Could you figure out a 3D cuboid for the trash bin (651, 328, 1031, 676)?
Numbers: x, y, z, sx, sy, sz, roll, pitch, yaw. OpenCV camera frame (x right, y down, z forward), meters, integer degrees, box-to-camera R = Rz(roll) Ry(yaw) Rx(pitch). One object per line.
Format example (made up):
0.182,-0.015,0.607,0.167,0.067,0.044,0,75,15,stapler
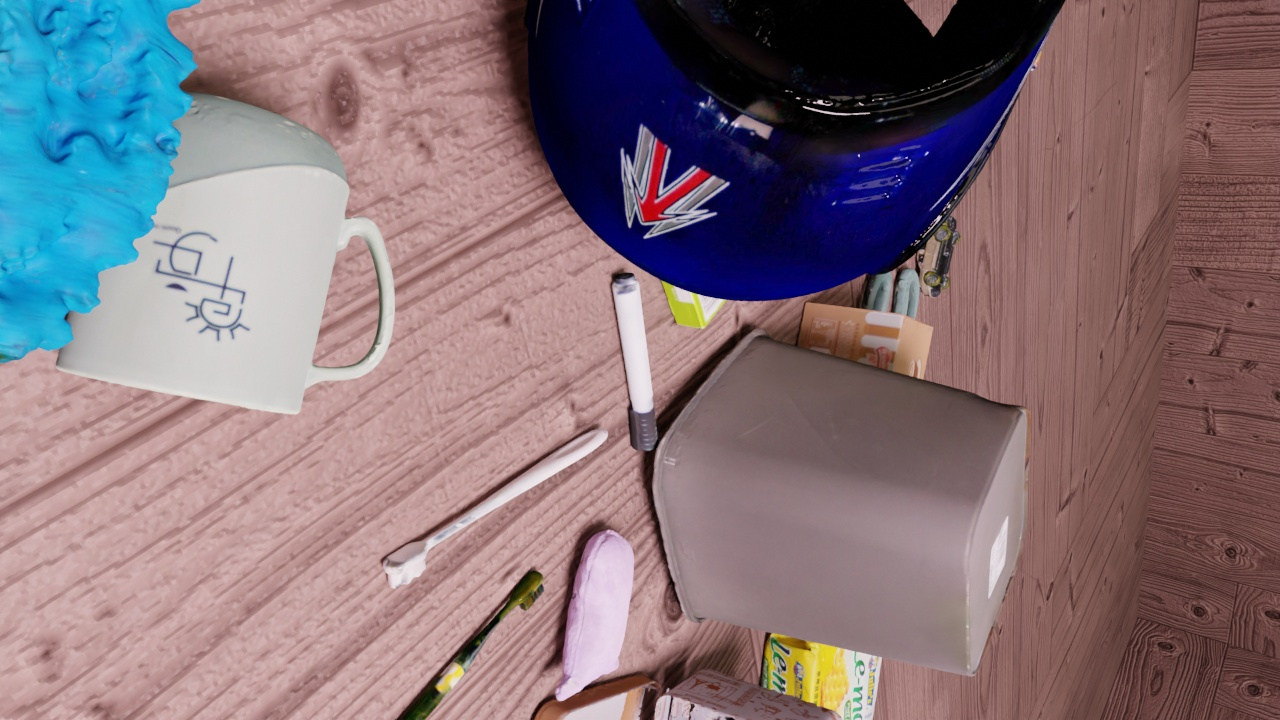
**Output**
0.157,0.108,0.685,0.198,0.220,0.199,-47,136,-41,trash bin

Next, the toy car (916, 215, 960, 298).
0.323,-0.114,1.005,0.042,0.035,0.090,4,96,-51,toy car

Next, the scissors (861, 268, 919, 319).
0.246,-0.019,0.945,0.161,0.019,0.179,21,84,-54,scissors

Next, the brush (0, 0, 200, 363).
-0.221,-0.006,0.289,0.060,0.110,0.314,24,72,-61,brush

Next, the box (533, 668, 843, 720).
0.037,0.334,0.648,0.217,0.158,0.180,10,92,-53,box

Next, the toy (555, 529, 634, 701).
-0.026,0.168,0.622,0.083,0.039,0.108,13,84,-68,toy

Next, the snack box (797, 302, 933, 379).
0.197,0.003,0.821,0.077,0.094,0.093,10,91,-54,snack box

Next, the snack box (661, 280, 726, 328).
0.065,-0.105,0.676,0.156,0.026,0.086,-51,135,-31,snack box

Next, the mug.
-0.149,-0.036,0.354,0.111,0.082,0.106,14,83,-21,mug

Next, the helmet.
0.081,-0.179,0.495,0.314,0.247,0.241,-55,-179,-18,helmet

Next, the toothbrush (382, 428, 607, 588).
-0.079,0.082,0.549,0.179,0.016,0.016,-31,131,-44,toothbrush

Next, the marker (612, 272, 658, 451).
-0.004,0.004,0.624,0.022,0.018,0.131,-29,122,-36,marker

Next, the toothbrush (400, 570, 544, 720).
-0.116,0.193,0.533,0.185,0.012,0.017,-46,143,-36,toothbrush

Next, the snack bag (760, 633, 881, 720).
0.172,0.347,0.903,0.157,0.068,0.246,-1,100,-52,snack bag
